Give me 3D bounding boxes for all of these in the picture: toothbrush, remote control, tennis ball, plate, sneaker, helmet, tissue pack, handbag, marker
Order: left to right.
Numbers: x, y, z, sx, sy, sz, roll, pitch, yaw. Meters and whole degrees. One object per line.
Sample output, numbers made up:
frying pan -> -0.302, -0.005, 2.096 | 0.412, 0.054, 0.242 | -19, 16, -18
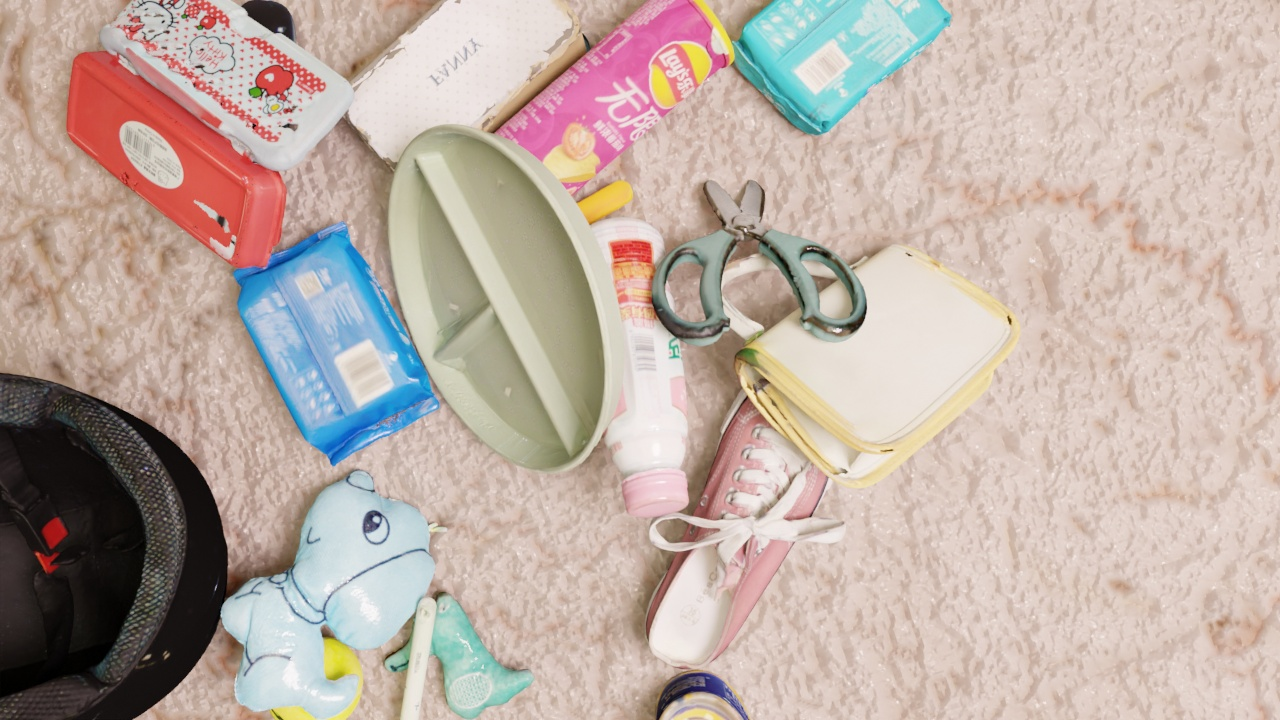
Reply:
helmet -> -0.398, 0.138, 0.572 | 0.275, 0.230, 0.233 | -16, 74, 1
remote control -> -0.278, -0.192, 0.670 | 0.053, 0.024, 0.136 | 8, 91, 6
tennis ball -> -0.229, 0.228, 0.645 | 0.065, 0.065, 0.065 | 0, 90, 2
tissue pack -> -0.217, -0.013, 0.653 | 0.095, 0.052, 0.157 | -28, 88, 0
toothbrush -> -0.165, 0.256, 0.651 | 0.029, 0.020, 0.190 | 13, 100, 7
plate -> -0.090, -0.037, 0.587 | 0.027, 0.231, 0.230 | -27, 88, -38
marker -> -0.061, -0.095, 0.667 | 0.124, 0.015, 0.018 | -29, 87, 4
sneaker -> 0.075, 0.104, 0.622 | 0.118, 0.088, 0.241 | 28, 88, 2
tissue pack -> 0.140, -0.229, 0.642 | 0.133, 0.050, 0.093 | -40, 86, 1
handbag -> 0.136, -0.017, 0.616 | 0.163, 0.063, 0.179 | -34, 63, -26

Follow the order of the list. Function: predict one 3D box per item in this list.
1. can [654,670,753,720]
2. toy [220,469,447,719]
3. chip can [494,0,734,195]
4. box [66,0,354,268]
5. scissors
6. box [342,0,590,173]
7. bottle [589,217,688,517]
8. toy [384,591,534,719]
can -> 0.057, 0.296, 0.643 | 0.074, 0.049, 0.148 | -22, 89, 1
toy -> -0.205, 0.156, 0.633 | 0.156, 0.050, 0.161 | -10, 70, -28
chip can -> -0.037, -0.168, 0.638 | 0.210, 0.071, 0.071 | -41, 88, 2
box -> -0.305, -0.172, 0.633 | 0.201, 0.063, 0.160 | 35, 100, 17
scissors -> 0.059, -0.065, 0.607 | 0.171, 0.019, 0.176 | -18, 53, -18
box -> -0.118, -0.205, 0.647 | 0.184, 0.063, 0.090 | -39, 89, -1
bottle -> -0.004, 0.004, 0.605 | 0.068, 0.068, 0.196 | -10, 67, 2
toy -> -0.135, 0.215, 0.662 | 0.096, 0.030, 0.092 | -32, 84, 9
